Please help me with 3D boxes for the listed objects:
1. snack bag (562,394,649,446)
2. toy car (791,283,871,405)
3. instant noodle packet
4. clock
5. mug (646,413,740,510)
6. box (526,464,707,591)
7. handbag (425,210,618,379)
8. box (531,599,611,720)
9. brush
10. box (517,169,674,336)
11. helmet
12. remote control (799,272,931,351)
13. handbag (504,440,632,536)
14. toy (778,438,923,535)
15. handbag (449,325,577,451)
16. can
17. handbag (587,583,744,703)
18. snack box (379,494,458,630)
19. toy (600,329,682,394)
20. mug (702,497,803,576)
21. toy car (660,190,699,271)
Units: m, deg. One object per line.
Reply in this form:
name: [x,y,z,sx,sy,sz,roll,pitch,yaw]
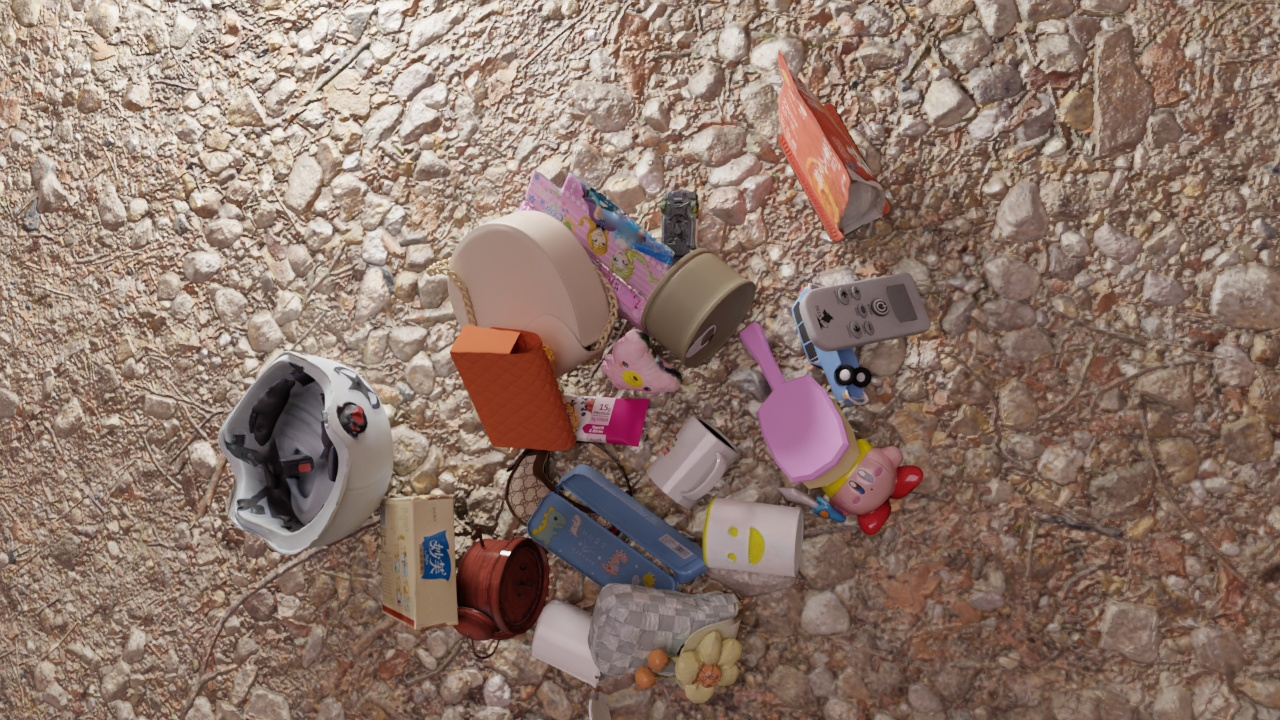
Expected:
snack bag: [-0.089,0.072,1.182,0.197,0.016,0.070,4,57,18]
toy car: [0.223,-0.015,1.081,0.055,0.056,0.153,-27,71,32]
instant noodle packet: [0.203,-0.239,1.027,0.084,0.220,0.164,-28,77,14]
clock: [-0.177,0.293,1.146,0.072,0.120,0.157,2,77,25]
mug: [0.067,0.127,1.096,0.073,0.105,0.089,37,97,-21]
box: [-0.026,0.216,1.100,0.209,0.049,0.120,38,101,-13]
handbag: [-0.147,-0.073,1.137,0.211,0.103,0.208,-31,91,44]
box: [-0.076,0.382,1.125,0.137,0.083,0.143,18,81,17]
brush: [0.175,0.046,1.074,0.089,0.043,0.228,-38,47,18]
box: [-0.064,-0.135,1.142,0.230,0.159,0.066,41,62,17]
helmet: [-0.417,0.125,1.208,0.237,0.163,0.264,-46,59,21]
remote control: [0.257,-0.056,1.052,0.151,0.019,0.074,-11,73,-18]
handbag: [-0.091,0.165,1.171,0.166,0.063,0.138,32,78,22]
toy: [0.238,0.131,1.062,0.131,0.096,0.124,37,103,-1]
handbag: [-0.144,0.033,1.106,0.109,0.172,0.060,5,47,19]
can: [0.069,-0.063,1.100,0.073,0.127,0.128,41,97,19]
handbag: [0.029,0.323,1.046,0.171,0.123,0.113,10,109,-13]
snack box: [-0.281,0.247,1.150,0.055,0.208,0.153,0,82,-26]
toy: [-0.007,0.007,1.147,0.093,0.050,0.102,-19,122,31]
mug: [0.133,0.207,1.075,0.106,0.082,0.082,3,85,17]
toy car: [0.050,-0.163,1.166,0.048,0.033,0.105,2,89,16]
